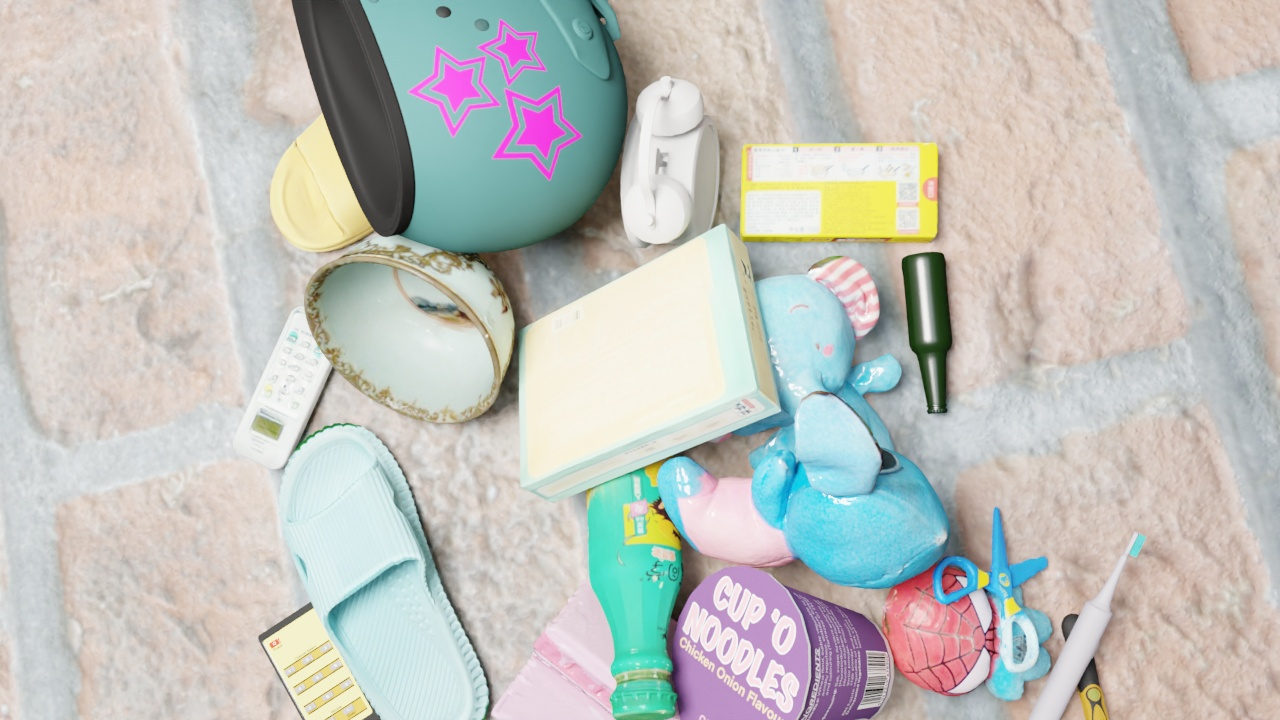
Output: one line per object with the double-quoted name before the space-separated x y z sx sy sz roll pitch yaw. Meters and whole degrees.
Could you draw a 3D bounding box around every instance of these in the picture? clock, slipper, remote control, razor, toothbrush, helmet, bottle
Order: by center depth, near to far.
"helmet" -0.113 -0.212 0.641 0.199 0.177 0.274 -19 83 -28
"bottle" -0.003 0.147 0.657 0.068 0.068 0.209 -7 59 5
"toothbrush" 0.317 0.208 0.662 0.019 0.018 0.188 26 100 29
"razor" 0.333 0.259 0.675 0.044 0.021 0.144 -11 82 5
"clock" 0.018 -0.140 0.678 0.061 0.159 0.120 6 85 16
"bottle" 0.223 -0.021 0.705 0.033 0.033 0.123 -4 85 6
"slipper" -0.209 0.181 0.718 0.116 0.069 0.276 -29 83 6
"remote control" -0.253 0.265 0.741 0.058 0.013 0.133 -34 82 2
"slipper" -0.195 -0.189 0.744 0.263 0.078 0.099 -31 82 0
"remote control" -0.290 0.023 0.762 0.050 0.022 0.133 23 88 7

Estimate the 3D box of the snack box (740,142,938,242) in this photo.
"snack box" 0.156 -0.132 0.726 0.152 0.025 0.075 1 85 7

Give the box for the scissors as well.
"scissors" 0.261 0.165 0.657 0.125 0.016 0.123 -11 70 -33

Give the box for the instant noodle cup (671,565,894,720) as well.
"instant noodle cup" 0.105 0.219 0.641 0.122 0.121 0.137 23 94 52

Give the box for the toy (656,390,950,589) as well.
"toy" 0.107 0.097 0.621 0.192 0.224 0.098 -2 63 28

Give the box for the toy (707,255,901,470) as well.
"toy" 0.119 0.025 0.681 0.183 0.114 0.180 -37 95 5

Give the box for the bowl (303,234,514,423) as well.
"bowl" -0.162 -0.040 0.708 0.160 0.160 0.093 17 46 7

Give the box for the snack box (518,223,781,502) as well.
"snack box" -0.004 0.004 0.660 0.194 0.044 0.141 -25 52 25

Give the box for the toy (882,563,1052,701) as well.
"toy" 0.240 0.200 0.671 0.133 0.062 0.092 10 86 -3

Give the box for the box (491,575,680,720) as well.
"box" 0.017 0.280 0.690 0.232 0.106 0.116 35 123 7
